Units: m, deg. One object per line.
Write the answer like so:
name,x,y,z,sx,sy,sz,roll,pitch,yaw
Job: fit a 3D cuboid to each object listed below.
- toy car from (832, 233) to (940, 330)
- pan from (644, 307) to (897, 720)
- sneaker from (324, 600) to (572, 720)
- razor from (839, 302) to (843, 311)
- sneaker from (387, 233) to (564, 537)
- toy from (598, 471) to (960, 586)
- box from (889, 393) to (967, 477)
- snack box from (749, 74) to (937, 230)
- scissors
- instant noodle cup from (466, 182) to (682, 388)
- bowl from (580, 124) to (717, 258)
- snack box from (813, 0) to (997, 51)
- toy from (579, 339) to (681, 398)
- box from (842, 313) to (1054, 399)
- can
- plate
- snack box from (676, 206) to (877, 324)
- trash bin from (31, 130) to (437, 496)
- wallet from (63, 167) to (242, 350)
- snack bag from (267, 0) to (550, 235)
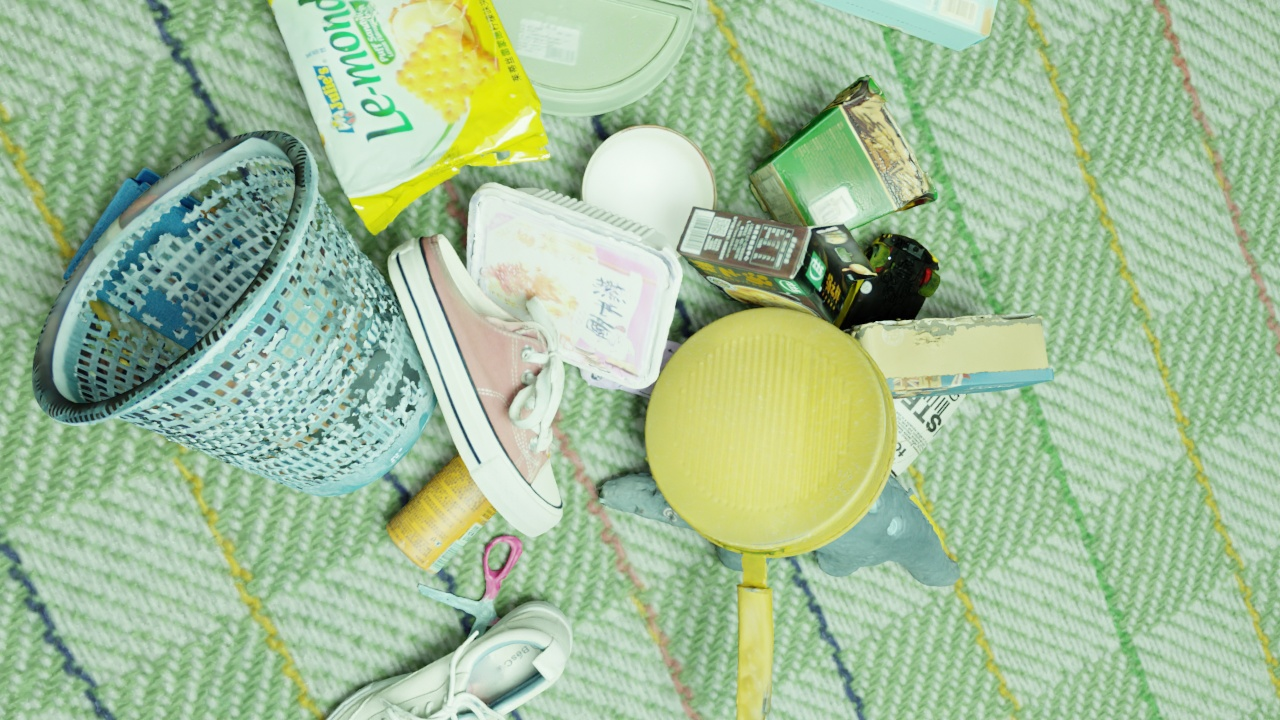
toy car,0.213,-0.041,0.833,0.071,0.041,0.156,24,91,-12
pan,0.093,0.134,0.716,0.198,0.078,0.357,2,75,24
sneaker,-0.161,0.286,0.739,0.242,0.090,0.089,-31,98,-1
razor,0.110,-0.008,0.813,0.167,0.062,0.067,-47,132,-1
sneaker,-0.097,0.015,0.673,0.088,0.118,0.241,-21,103,4
toy,0.143,0.131,0.801,0.356,0.091,0.138,12,134,-11
box,0.253,0.038,0.839,0.072,0.060,0.164,37,85,9
snack box,0.163,-0.155,0.782,0.105,0.117,0.118,-33,96,-4
scissors,-0.127,0.215,0.789,0.133,0.017,0.133,24,91,-9
instant noodle cup,-0.049,-0.068,0.727,0.173,0.060,0.138,21,131,10
bowl,0.003,-0.136,0.774,0.113,0.062,0.113,0,92,-11
snack box,0.234,-0.342,0.817,0.174,0.052,0.074,14,88,-13
toy,-0.005,0.005,0.791,0.108,0.039,0.084,20,92,-14
box,0.257,-0.001,0.778,0.184,0.090,0.062,-2,82,-8
can,-0.139,0.105,0.757,0.146,0.058,0.058,-45,101,-7
plate,-0.059,-0.322,0.769,0.230,0.027,0.230,-1,93,-11
snack box,0.110,-0.076,0.734,0.126,0.113,0.053,18,83,32
trash bin,-0.255,-0.010,0.642,0.226,0.226,0.195,-46,137,-7
wallet,-0.354,-0.071,0.712,0.133,0.040,0.106,34,88,-20
snack bag,-0.177,-0.234,0.694,0.158,0.068,0.246,-23,80,2
